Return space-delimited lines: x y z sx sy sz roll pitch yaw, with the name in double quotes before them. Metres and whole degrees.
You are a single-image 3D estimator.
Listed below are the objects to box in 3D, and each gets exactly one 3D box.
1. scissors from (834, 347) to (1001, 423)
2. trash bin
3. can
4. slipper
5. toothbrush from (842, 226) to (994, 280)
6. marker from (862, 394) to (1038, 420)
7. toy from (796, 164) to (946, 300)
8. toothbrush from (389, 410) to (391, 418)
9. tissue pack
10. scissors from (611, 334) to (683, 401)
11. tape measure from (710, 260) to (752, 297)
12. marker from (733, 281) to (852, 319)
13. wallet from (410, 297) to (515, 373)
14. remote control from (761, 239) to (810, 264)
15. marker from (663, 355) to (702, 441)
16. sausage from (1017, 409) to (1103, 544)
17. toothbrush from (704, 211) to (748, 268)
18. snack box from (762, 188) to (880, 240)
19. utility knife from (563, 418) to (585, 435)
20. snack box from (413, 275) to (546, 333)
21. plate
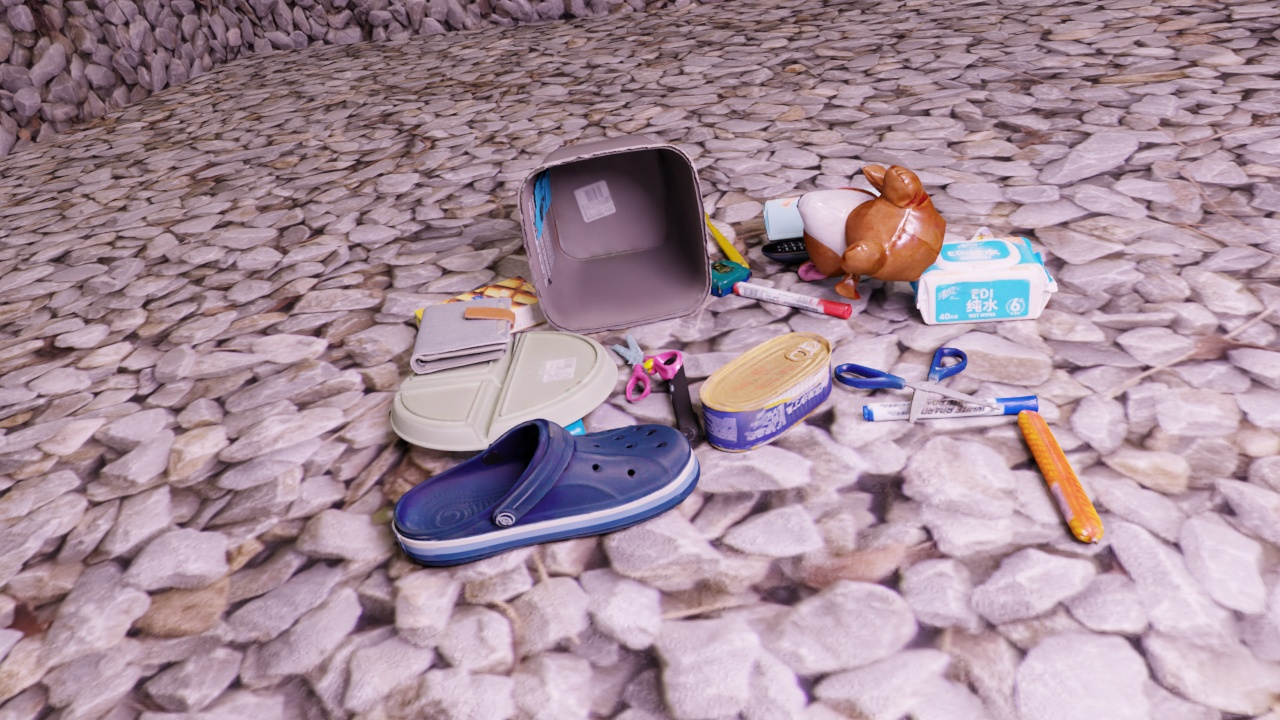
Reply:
"scissors" 0.252 0.019 0.827 0.162 0.012 0.176 -24 25 -39
"trash bin" -0.036 -0.167 1.086 0.198 0.199 0.219 -10 24 -2
"can" 0.117 0.027 0.837 0.147 0.049 0.075 -31 37 -32
"slipper" -0.081 0.090 0.748 0.253 0.095 0.105 -15 33 -3
"toothbrush" 0.320 -0.118 1.058 0.189 0.029 0.020 -16 -11 -9
"marker" 0.269 0.042 0.801 0.146 0.017 0.016 -3 31 11
"toy" 0.227 -0.138 0.973 0.130 0.140 0.199 30 4 -11
"toothbrush" -0.165 0.037 0.940 0.186 0.012 0.017 -12 24 -4
"tissue pack" 0.348 -0.086 0.950 0.140 0.063 0.089 -3 31 12
"scissors" -0.008 0.007 0.940 0.076 0.017 0.137 -46 29 -9
"tape measure" 0.096 -0.100 1.084 0.058 0.025 0.054 -29 36 -31
"marker" 0.166 -0.068 1.019 0.145 0.017 0.017 17 39 37
"wallet" -0.186 -0.035 0.974 0.106 0.037 0.129 -10 26 -2
"remote control" 0.215 -0.132 1.106 0.136 0.024 0.053 -6 24 6
"marker" 0.039 0.033 0.879 0.022 0.020 0.131 -4 30 -4
"sausage" 0.321 0.085 0.708 0.021 0.021 0.164 -5 31 7
"toothbrush" 0.103 -0.154 1.185 0.015 0.017 0.190 -13 31 -8
"snack box" 0.240 -0.183 1.136 0.175 0.051 0.074 -6 7 7
"utility knife" -0.131 0.094 0.826 0.185 0.018 0.034 -23 18 -20
"snack box" -0.187 -0.053 1.080 0.140 0.034 0.087 -23 32 -18
"plate" -0.137 0.022 0.912 0.230 0.027 0.229 -9 25 4
